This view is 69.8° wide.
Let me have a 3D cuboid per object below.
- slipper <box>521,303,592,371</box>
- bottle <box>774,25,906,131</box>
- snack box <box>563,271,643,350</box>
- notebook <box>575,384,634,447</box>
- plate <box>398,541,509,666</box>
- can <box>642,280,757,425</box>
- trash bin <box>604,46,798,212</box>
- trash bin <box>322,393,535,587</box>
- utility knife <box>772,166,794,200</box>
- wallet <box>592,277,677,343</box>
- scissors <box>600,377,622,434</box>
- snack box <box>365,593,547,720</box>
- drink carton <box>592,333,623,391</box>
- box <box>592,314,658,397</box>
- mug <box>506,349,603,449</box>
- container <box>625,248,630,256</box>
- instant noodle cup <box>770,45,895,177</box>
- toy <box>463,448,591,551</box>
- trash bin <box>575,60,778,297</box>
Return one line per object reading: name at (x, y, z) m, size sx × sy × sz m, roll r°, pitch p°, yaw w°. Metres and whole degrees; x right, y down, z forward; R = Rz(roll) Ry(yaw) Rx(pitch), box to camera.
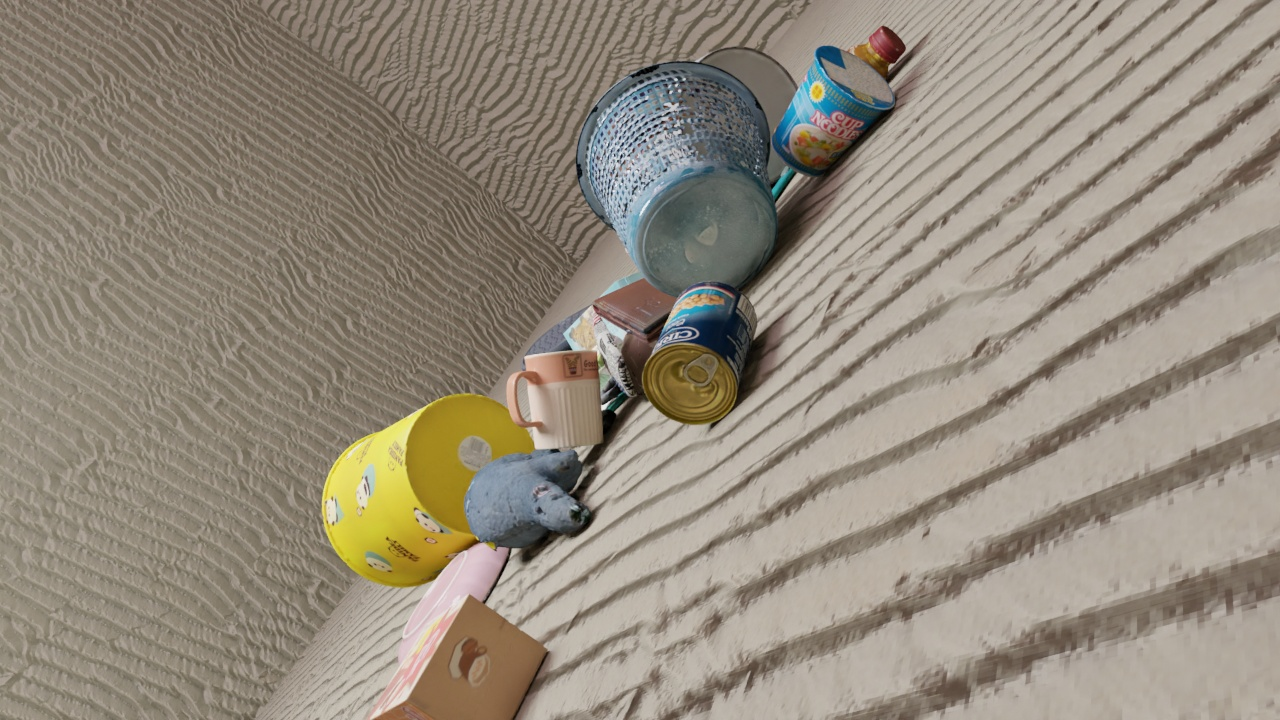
slipper at (-0.064, -0.041, 1.449) m, size 0.268 × 0.083 × 0.110 m, roll -34°, pitch 19°, yaw 2°
bottle at (0.233, -0.311, 1.074) m, size 0.175 × 0.057 × 0.057 m, roll -45°, pitch 12°, yaw 37°
snack box at (-0.037, -0.049, 1.280) m, size 0.051 × 0.074 × 0.175 m, roll -26°, pitch -9°, yaw -38°
notebook at (-0.007, 0.007, 1.157) m, size 0.210 × 0.012 × 0.150 m, roll -47°, pitch 12°, yaw 30°
plate at (-0.227, 0.284, 1.079) m, size 0.192 × 0.039 × 0.192 m, roll -50°, pitch 10°, yaw 11°
can at (0.051, -0.009, 0.753) m, size 0.075 × 0.075 × 0.110 m, roll -45°, pitch 11°, yaw 34°
trash bin at (0.092, -0.310, 1.285) m, size 0.229 × 0.229 × 0.252 m, roll -54°, pitch 15°, yaw -12°
trash bin at (-0.275, 0.169, 1.228) m, size 0.256 × 0.229 × 0.228 m, roll -32°, pitch 21°, yaw 50°
utility knife at (0.179, -0.227, 1.149) m, size 0.174 × 0.013 × 0.029 m, roll -55°, pitch 8°, yaw -18°
wallet at (0.015, -0.065, 1.036) m, size 0.101 × 0.032 × 0.124 m, roll -29°, pitch 30°, yaw -19°
scissors at (-0.066, 0.072, 1.128) m, size 0.165 × 0.014 × 0.162 m, roll -54°, pitch 20°, yaw 16°
snack box at (-0.139, 0.246, 0.693) m, size 0.095 × 0.077 × 0.092 m, roll -41°, pitch 14°, yaw 46°
drink carton at (-0.057, 0.020, 1.171) m, size 0.123 × 0.045 × 0.053 m, roll -42°, pitch 21°, yaw 49°
box at (-0.024, -0.011, 1.043) m, size 0.163 × 0.086 × 0.076 m, roll -119°, pitch 49°, yaw -64°
mug at (-0.096, 0.045, 1.026) m, size 0.114 × 0.106 × 0.082 m, roll -4°, pitch -3°, yaw -42°
container at (0.050, -0.157, 1.197) m, size 0.111 × 0.090 × 0.090 m, roll -47°, pitch 20°, yaw -8°
instant noodle cup at (0.196, -0.257, 0.971) m, size 0.110 × 0.099 × 0.099 m, roll -55°, pitch 5°, yaw 42°
toy at (-0.127, 0.148, 1.008) m, size 0.137 × 0.091 × 0.356 m, roll -25°, pitch 7°, yaw -10°
trash bin at (0.052, -0.175, 0.983) m, size 0.227 × 0.226 × 0.194 m, roll -47°, pitch 32°, yaw 25°
